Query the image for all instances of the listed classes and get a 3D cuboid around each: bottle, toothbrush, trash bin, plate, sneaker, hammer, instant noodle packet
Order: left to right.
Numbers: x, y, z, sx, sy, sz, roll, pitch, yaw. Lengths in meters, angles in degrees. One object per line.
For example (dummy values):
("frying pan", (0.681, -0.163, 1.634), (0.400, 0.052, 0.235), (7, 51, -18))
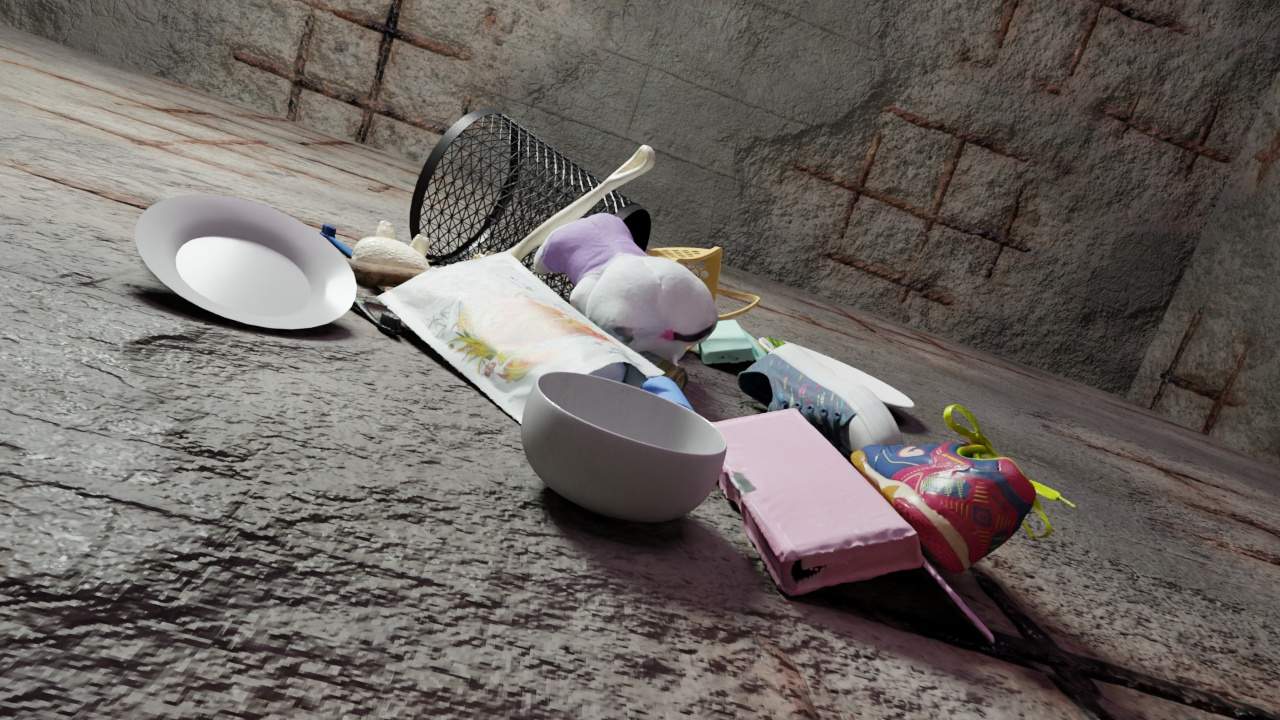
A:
("plate", (-0.325, -0.078, 0.760), (0.172, 0.019, 0.172), (25, 30, -16))
("hammer", (-0.288, -0.085, 0.878), (0.329, 0.033, 0.120), (5, 21, -35))
("toothbrush", (-0.275, -0.060, 0.867), (0.188, 0.017, 0.014), (27, 16, 40))
("toothbrush", (-0.342, -0.131, 1.086), (0.016, 0.017, 0.190), (8, 16, -41))
("instant noodle packet", (-0.112, -0.031, 0.806), (0.146, 0.057, 0.269), (-21, 40, -32))
("trash bin", (-0.132, -0.175, 1.189), (0.243, 0.217, 0.216), (29, 14, 15))
("bottle", (-0.006, 0.005, 0.930), (0.110, 0.043, 0.042), (25, 13, 22))
("bottle", (0.015, 0.039, 0.786), (0.048, 0.048, 0.131), (16, 12, -12))
("sneaker", (0.181, 0.057, 0.954), (0.079, 0.087, 0.235), (-21, 29, -14))
("plate", (0.266, 0.028, 1.277), (0.229, 0.030, 0.229), (21, 11, -5))
("sneaker", (0.231, 0.095, 0.690), (0.116, 0.091, 0.241), (51, 4, 1))

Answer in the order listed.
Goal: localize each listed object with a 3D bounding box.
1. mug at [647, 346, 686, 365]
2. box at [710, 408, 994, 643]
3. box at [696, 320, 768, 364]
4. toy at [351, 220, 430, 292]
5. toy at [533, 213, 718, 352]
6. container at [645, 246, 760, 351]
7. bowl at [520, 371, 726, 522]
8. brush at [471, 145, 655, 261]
("mug", (0.017, -0.021, 1.007), (0.076, 0.090, 0.123), (1, 49, -21))
("box", (0.142, 0.100, 0.662), (0.172, 0.075, 0.233), (18, 12, -15))
("box", (0.141, -0.015, 1.260), (0.138, 0.056, 0.187), (11, 13, -6))
("toy", (-0.266, -0.101, 0.985), (0.087, 0.050, 0.112), (19, 51, -26))
("toy", (-0.014, -0.084, 0.941), (0.137, 0.086, 0.209), (-15, 40, -27))
("container", (0.053, -0.073, 1.144), (0.167, 0.129, 0.183), (12, 15, 20))
("bowl", (-0.015, 0.061, 0.591), (0.132, 0.064, 0.131), (18, 12, -4))
("brush", (-0.093, -0.147, 1.021), (0.062, 0.273, 0.077), (58, 14, 25))
